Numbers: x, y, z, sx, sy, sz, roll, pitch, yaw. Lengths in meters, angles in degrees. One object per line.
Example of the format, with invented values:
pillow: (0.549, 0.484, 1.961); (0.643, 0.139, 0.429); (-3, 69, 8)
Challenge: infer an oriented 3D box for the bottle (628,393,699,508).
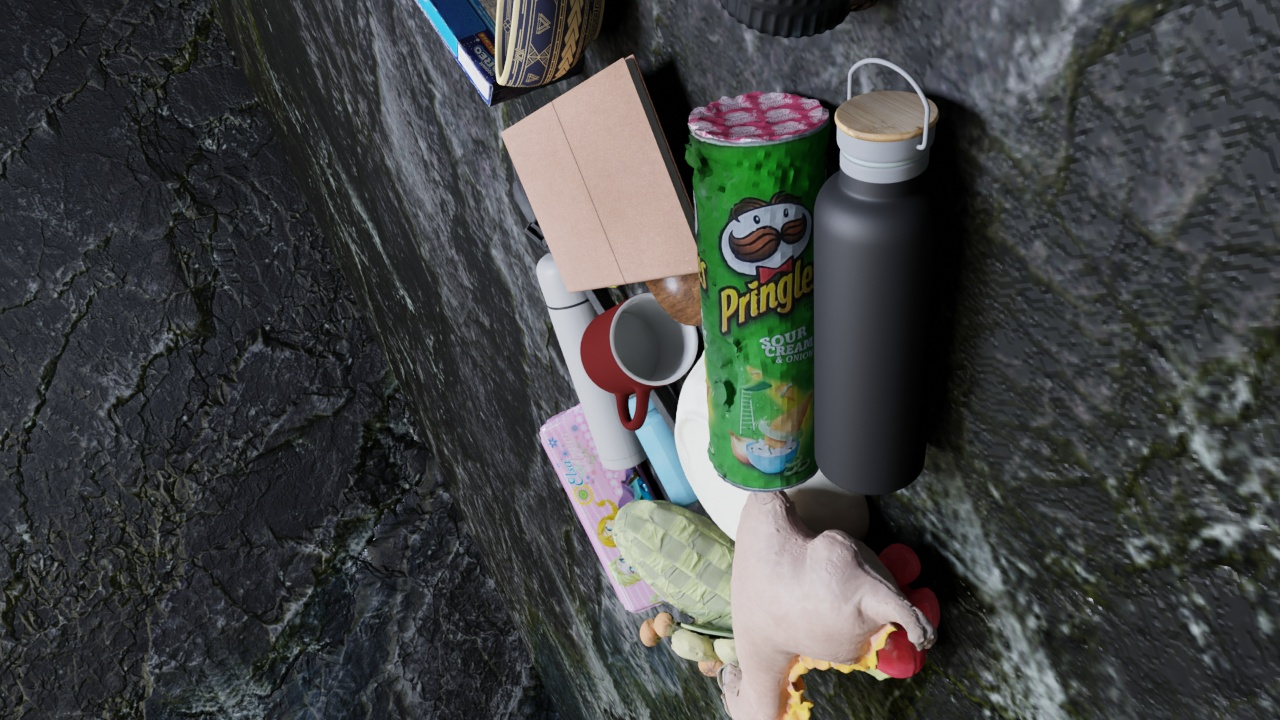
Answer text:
bottle: (0.020, 0.069, 0.831); (0.130, 0.040, 0.040); (63, 160, 1)

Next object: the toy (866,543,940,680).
toy: (0.159, 0.165, 0.612); (0.091, 0.045, 0.135); (57, 157, 26)

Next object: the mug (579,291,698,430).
mug: (-0.004, 0.004, 0.736); (0.083, 0.073, 0.105); (161, 115, -69)

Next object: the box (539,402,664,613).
box: (-0.021, 0.150, 1.008); (0.230, 0.085, 0.096); (64, -169, -4)

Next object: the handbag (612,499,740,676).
handbag: (0.046, 0.200, 0.789); (0.186, 0.116, 0.113); (34, 160, 4)

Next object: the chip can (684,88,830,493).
chip can: (0.068, -0.030, 0.516); (0.075, 0.075, 0.224); (38, 142, 48)

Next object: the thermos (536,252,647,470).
thermos: (-0.044, 0.000, 0.880); (0.052, 0.052, 0.224); (28, 140, 57)

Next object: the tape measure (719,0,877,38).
tape measure: (0.065, -0.169, 0.401); (0.067, 0.062, 0.038); (51, 157, 25)

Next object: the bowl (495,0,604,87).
bowl: (-0.057, -0.234, 0.598); (0.112, 0.061, 0.112); (-178, 91, -75)

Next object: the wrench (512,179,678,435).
wrench: (-0.030, -0.046, 0.801); (0.018, 0.073, 0.273); (-32, 91, 32)

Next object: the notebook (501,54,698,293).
notebook: (-0.032, -0.121, 0.664); (0.209, 0.008, 0.141); (0, 115, 61)

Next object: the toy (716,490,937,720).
toy: (0.108, 0.208, 0.612); (0.196, 0.065, 0.265); (41, 142, 50)

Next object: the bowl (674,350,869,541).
bowl: (0.079, 0.075, 0.672); (0.188, 0.060, 0.219); (25, 138, 59)

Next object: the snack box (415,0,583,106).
snack box: (-0.115, -0.262, 0.688); (0.150, 0.082, 0.027); (57, 157, 17)

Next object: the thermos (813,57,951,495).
thermos: (0.116, -0.034, 0.449); (0.061, 0.061, 0.232); (42, 151, 43)

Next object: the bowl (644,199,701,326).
bowl: (0.031, -0.077, 0.645); (0.102, 0.026, 0.114); (60, 158, 5)

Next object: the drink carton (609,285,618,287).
drink carton: (-0.041, -0.127, 0.734); (0.059, 0.042, 0.134); (5, 121, 60)
